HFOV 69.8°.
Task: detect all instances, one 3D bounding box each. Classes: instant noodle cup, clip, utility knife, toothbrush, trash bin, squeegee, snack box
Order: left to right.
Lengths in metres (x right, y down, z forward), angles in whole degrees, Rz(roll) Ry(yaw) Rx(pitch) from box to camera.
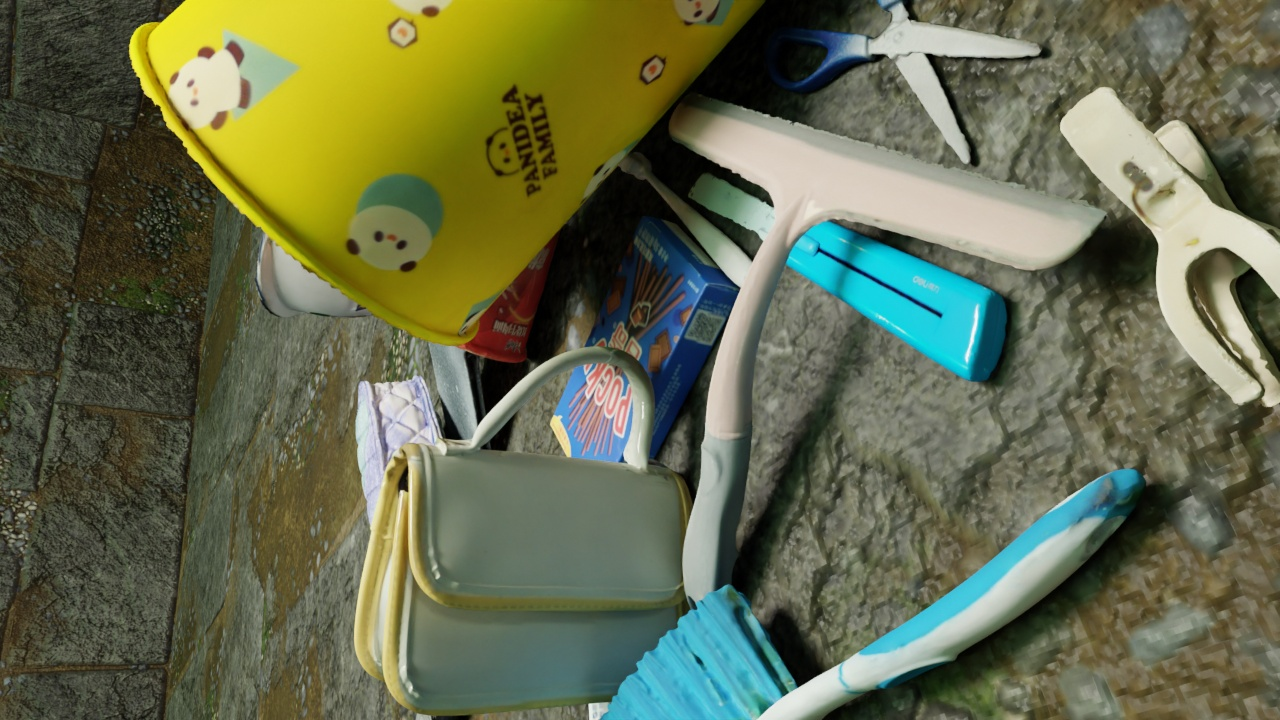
[{"bbox_3d":[-0.127,-0.074,0.673,0.138,0.137,0.108,34,101,57],"label":"instant noodle cup"},{"bbox_3d":[-0.083,-0.176,0.487,0.255,0.229,0.229,-42,41,9],"label":"trash bin"},{"bbox_3d":[-0.003,0.003,0.541,0.157,0.026,0.084,-64,36,24],"label":"snack box"},{"bbox_3d":[0.024,-0.086,0.533,0.180,0.016,0.016,55,129,49],"label":"toothbrush"},{"bbox_3d":[0.047,0.021,0.414,0.248,0.040,0.250,37,121,51],"label":"squeegee"},{"bbox_3d":[0.080,-0.053,0.431,0.238,0.018,0.034,44,119,55],"label":"utility knife"},{"bbox_3d":[0.165,-0.036,0.268,0.035,0.071,0.100,-51,48,41],"label":"clip"}]

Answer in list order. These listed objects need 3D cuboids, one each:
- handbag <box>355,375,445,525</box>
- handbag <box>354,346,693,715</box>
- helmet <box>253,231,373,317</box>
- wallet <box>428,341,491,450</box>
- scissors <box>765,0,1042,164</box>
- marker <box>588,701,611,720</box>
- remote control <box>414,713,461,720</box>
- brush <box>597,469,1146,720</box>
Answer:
[{"bbox_3d":[-0.186,0.111,0.753,0.193,0.075,0.134,-120,32,-48],"label":"handbag"},{"bbox_3d":[-0.044,0.078,0.454,0.063,0.163,0.178,0,82,57],"label":"handbag"},{"bbox_3d":[-0.205,-0.152,0.778,0.230,0.157,0.274,-32,-44,-87],"label":"helmet"},{"bbox_3d":[-0.142,0.031,0.732,0.097,0.019,0.121,35,135,57],"label":"wallet"},{"bbox_3d":[0.111,-0.155,0.415,0.163,0.012,0.164,-1,81,57],"label":"scissors"},{"bbox_3d":[-0.020,0.216,0.517,0.017,0.016,0.145,-35,53,49],"label":"marker"},{"bbox_3d":[-0.155,0.272,0.713,0.053,0.024,0.136,37,114,54],"label":"remote control"},{"bbox_3d":[0.062,0.132,0.379,0.315,0.060,0.109,-61,41,24],"label":"brush"}]
